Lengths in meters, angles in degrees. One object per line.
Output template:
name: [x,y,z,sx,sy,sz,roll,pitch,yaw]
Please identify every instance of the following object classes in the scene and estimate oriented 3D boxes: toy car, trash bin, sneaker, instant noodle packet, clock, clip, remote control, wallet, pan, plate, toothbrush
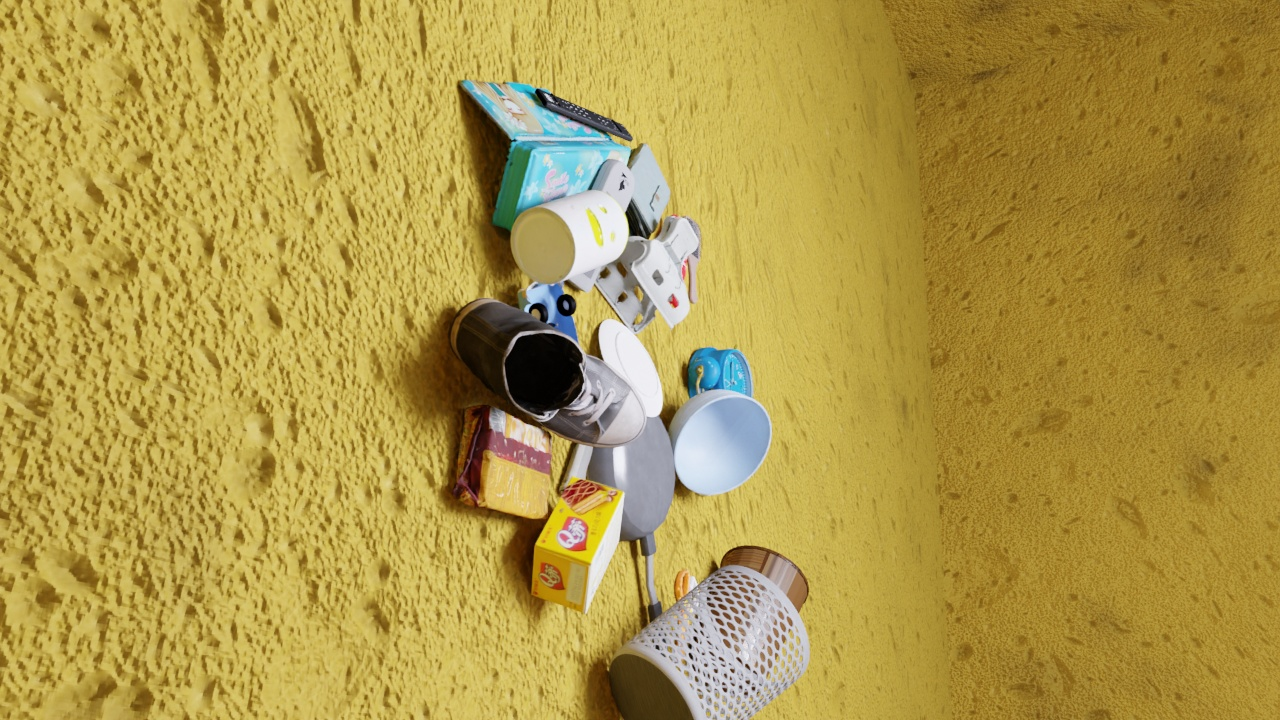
toy car: [-0.094,-0.011,0.972,0.056,0.055,0.153,-23,105,-47]
trash bin: [0.075,0.347,1.048,0.182,0.157,0.156,-24,105,-40]
sneaker: [-0.066,0.028,0.880,0.234,0.120,0.095,42,83,-34]
instant noodle packet: [-0.130,0.101,0.891,0.135,0.040,0.098,33,51,-60]
clock: [0.113,0.041,1.353,0.161,0.060,0.117,-33,112,-58]
clip: [0.027,-0.110,1.157,0.151,0.104,0.126,-42,137,-5]
remote control: [-0.047,-0.157,1.066,0.151,0.019,0.074,-67,158,-4]
remote control: [-0.063,-0.283,1.062,0.139,0.009,0.030,9,40,-47]
wallet: [-0.003,-0.219,1.218,0.131,0.054,0.100,-70,143,-49]
pan: [0.010,0.219,1.124,0.178,0.041,0.357,-8,90,-63]
plate: [-0.007,0.007,1.138,0.134,0.011,0.134,47,27,-33]
toothbrush: [-0.060,0.075,1.053,0.022,0.024,0.185,112,-6,-53]

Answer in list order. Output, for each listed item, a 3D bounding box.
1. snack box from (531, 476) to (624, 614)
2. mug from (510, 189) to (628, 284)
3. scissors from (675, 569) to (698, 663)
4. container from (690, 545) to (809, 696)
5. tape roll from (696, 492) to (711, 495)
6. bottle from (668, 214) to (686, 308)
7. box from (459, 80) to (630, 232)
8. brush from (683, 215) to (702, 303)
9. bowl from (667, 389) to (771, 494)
snack box: [-0.063,0.187,0.941,0.105,0.061,0.084,-62,164,-50]
mug: [-0.073,-0.129,0.958,0.105,0.083,0.082,-33,112,-55]
scissors: [0.059,0.344,1.219,0.065,0.013,0.128,47,42,-47]
container: [0.145,0.362,1.264,0.166,0.132,0.132,-56,131,-45]
tape roll: [0.092,0.150,1.333,0.093,0.013,0.093,28,58,-58]
bottle: [0.044,-0.141,1.291,0.042,0.042,0.141,36,51,-54]
box: [-0.092,-0.233,1.023,0.226,0.084,0.171,-26,106,-62]
brush: [0.083,-0.153,1.398,0.049,0.015,0.135,24,61,-60]
bowl: [0.096,0.101,1.253,0.075,0.150,0.151,42,-17,56]
